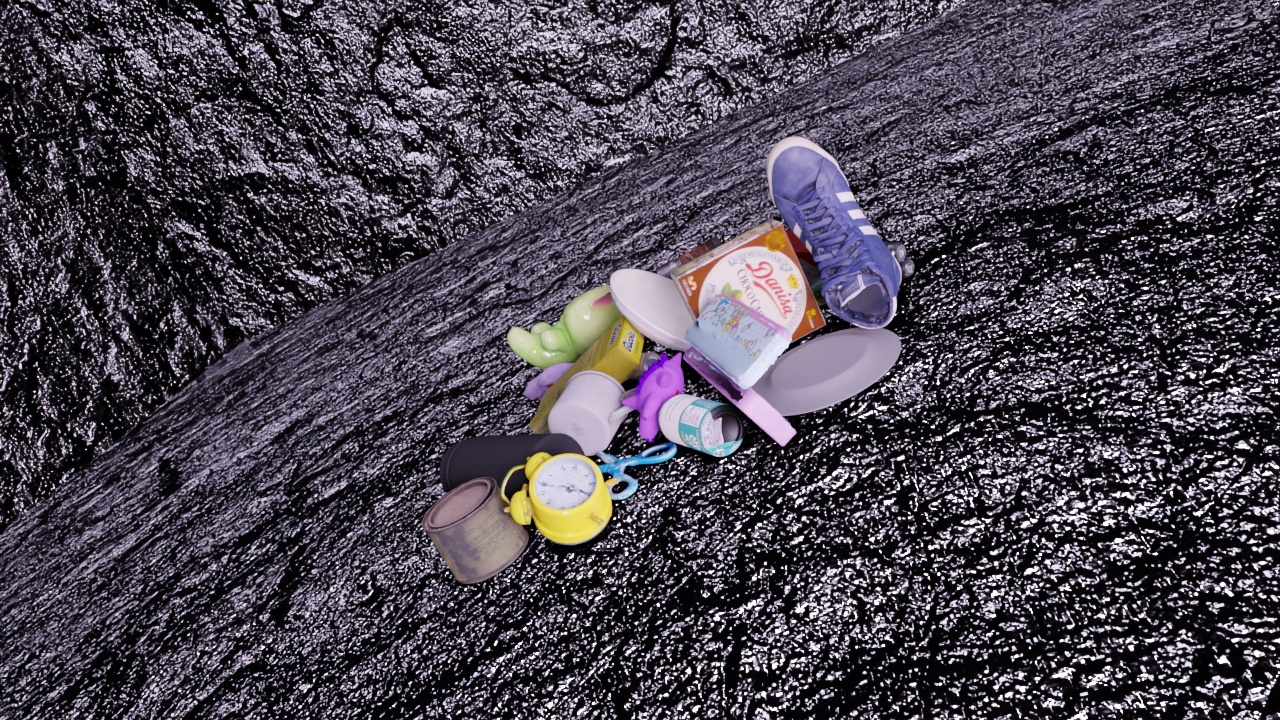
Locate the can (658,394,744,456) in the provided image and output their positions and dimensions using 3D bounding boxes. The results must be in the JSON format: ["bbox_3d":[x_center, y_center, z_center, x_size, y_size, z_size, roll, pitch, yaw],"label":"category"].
[{"bbox_3d":[0.063,0.068,0.979,0.054,0.055,0.102,-35,21,-21],"label":"can"}]

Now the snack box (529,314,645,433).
[{"bbox_3d":[-0.068,0.027,1.209,0.181,0.045,0.121,-43,14,21],"label":"snack box"}]

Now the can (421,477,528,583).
[{"bbox_3d":[-0.176,0.179,0.978,0.090,0.074,0.089,-24,19,9],"label":"can"}]

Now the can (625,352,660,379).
[{"bbox_3d":[-0.007,0.007,1.252,0.038,0.038,0.080,-38,22,-29],"label":"can"}]

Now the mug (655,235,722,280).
[{"bbox_3d":[0.093,-0.122,1.415,0.107,0.080,0.115,-27,45,5],"label":"mug"}]

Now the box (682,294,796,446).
[{"bbox_3d":[0.118,0.002,0.982,0.091,0.090,0.214,-49,19,2],"label":"box"}]

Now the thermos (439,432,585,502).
[{"bbox_3d":[-0.159,0.130,1.065,0.199,0.086,0.085,-7,28,45],"label":"thermos"}]

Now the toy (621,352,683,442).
[{"bbox_3d":[0.019,0.035,1.051,0.088,0.056,0.105,-60,-4,29],"label":"toy"}]

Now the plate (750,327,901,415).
[{"bbox_3d":[0.200,0.006,1.021,0.178,0.012,0.178,-24,19,9],"label":"plate"}]

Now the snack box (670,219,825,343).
[{"bbox_3d":[0.132,-0.076,1.121,0.147,0.143,0.041,-28,20,-2],"label":"snack box"}]

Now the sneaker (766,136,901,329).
[{"bbox_3d":[0.215,-0.134,1.044,0.092,0.233,0.118,-28,22,30],"label":"sneaker"}]

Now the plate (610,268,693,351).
[{"bbox_3d":[0.036,-0.059,1.221,0.034,0.182,0.182,-61,6,25],"label":"plate"}]

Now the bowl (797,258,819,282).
[{"bbox_3d":[0.185,-0.108,1.266,0.121,0.056,0.121,-24,19,9],"label":"bowl"}]

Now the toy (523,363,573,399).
[{"bbox_3d":[-0.122,0.030,1.325,0.080,0.036,0.100,-13,-12,-28],"label":"toy"}]

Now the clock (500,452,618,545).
[{"bbox_3d":[-0.085,0.137,0.935,0.119,0.057,0.083,9,51,15],"label":"clock"}]

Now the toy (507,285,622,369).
[{"bbox_3d":[-0.092,-0.048,1.408,0.197,0.107,0.150,-18,0,22],"label":"toy"}]

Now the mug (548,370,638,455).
[{"bbox_3d":[-0.050,0.062,1.106,0.113,0.084,0.070,-12,27,27],"label":"mug"}]

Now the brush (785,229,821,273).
[{"bbox_3d":[0.248,-0.159,1.336,0.082,0.042,0.174,-36,21,-24],"label":"brush"}]

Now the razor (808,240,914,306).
[{"bbox_3d":[0.268,-0.102,1.160,0.152,0.054,0.067,-25,27,21],"label":"razor"}]

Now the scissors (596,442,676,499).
[{"bbox_3d":[-0.015,0.114,1.034,0.118,0.013,0.140,-33,18,-14],"label":"scissors"}]
